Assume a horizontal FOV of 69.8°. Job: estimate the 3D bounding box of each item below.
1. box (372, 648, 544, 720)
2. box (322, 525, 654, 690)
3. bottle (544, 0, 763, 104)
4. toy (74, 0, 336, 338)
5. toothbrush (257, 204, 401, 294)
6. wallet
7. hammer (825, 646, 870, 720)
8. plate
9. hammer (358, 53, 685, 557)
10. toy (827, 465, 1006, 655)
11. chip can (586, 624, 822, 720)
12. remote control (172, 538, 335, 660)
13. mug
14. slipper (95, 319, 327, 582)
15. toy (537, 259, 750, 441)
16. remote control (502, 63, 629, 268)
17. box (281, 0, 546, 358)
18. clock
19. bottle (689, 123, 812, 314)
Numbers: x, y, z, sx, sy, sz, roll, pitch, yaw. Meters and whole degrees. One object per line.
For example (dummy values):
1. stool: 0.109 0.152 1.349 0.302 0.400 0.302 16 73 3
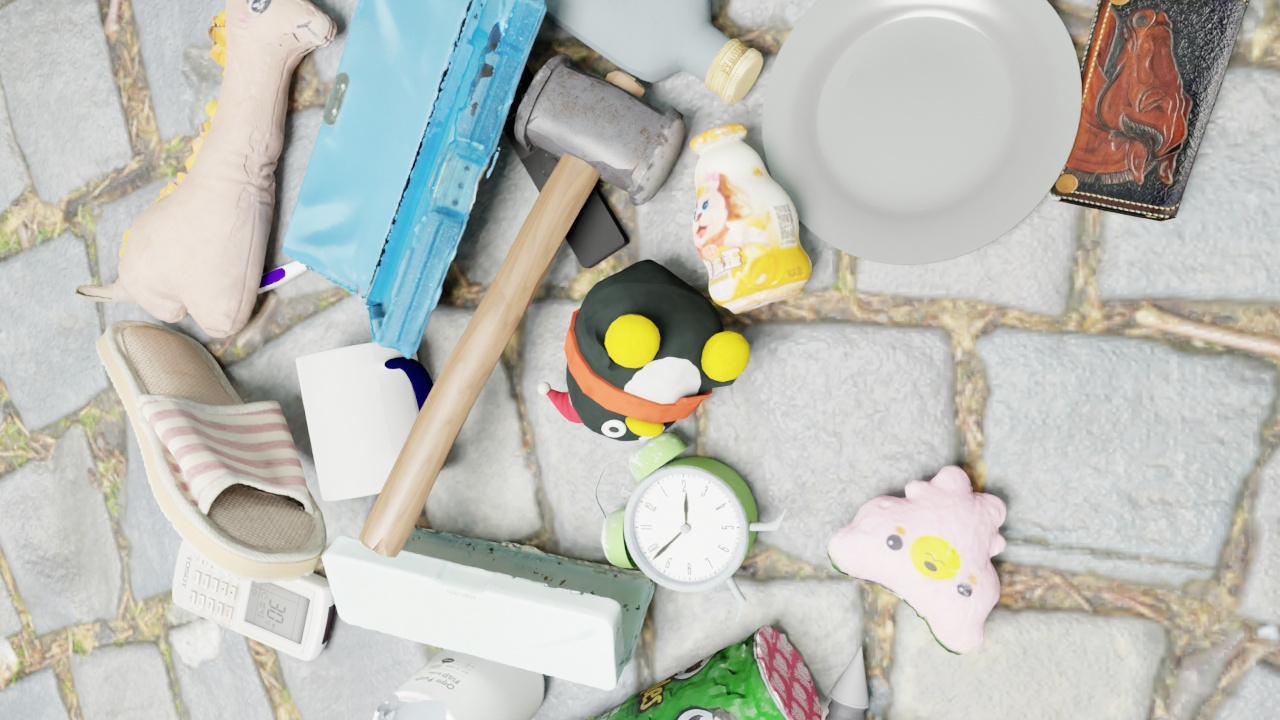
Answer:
1. box: -0.124 0.253 0.583 0.085 0.159 0.119 5 102 24
2. box: -0.094 0.147 0.604 0.199 0.096 0.086 10 122 17
3. bottle: 0.002 -0.217 0.569 0.161 0.046 0.072 37 103 11
4. toy: -0.318 -0.152 0.665 0.196 0.065 0.264 9 93 16
5. toothbrush: -0.221 -0.080 0.663 0.187 0.015 0.016 -22 87 18
6. wallet: 0.275 -0.144 0.505 0.072 0.019 0.123 16 98 20
7. hammer: 0.105 0.338 0.581 0.156 0.043 0.322 13 95 16
8. plate: 0.160 -0.145 0.539 0.179 0.012 0.178 1 93 21
9. hammer: -0.085 -0.032 0.564 0.098 0.052 0.328 28 87 6
10. toy: 0.173 0.111 0.537 0.102 0.050 0.093 38 98 8
11. chip can: 0.003 0.250 0.586 0.224 0.075 0.075 -33 84 17
12. remote control: -0.293 0.176 0.696 0.138 0.025 0.060 17 98 15
13. mug: -0.173 0.037 0.615 0.112 0.078 0.097 -10 90 41
14. slipper: -0.290 0.043 0.618 0.263 0.115 0.052 43 104 33
15. toy: -0.003 0.003 0.563 0.119 0.097 0.099 -63 31 34
16. remote control: -0.059 -0.133 0.611 0.034 0.013 0.150 -32 84 16
17. box: -0.146 -0.139 0.600 0.173 0.066 0.232 36 109 37
18. clock: 0.026 0.101 0.585 0.119 0.042 0.094 26 99 13
19. bottle: 0.061 -0.085 0.551 0.063 0.063 0.108 -17 88 17
